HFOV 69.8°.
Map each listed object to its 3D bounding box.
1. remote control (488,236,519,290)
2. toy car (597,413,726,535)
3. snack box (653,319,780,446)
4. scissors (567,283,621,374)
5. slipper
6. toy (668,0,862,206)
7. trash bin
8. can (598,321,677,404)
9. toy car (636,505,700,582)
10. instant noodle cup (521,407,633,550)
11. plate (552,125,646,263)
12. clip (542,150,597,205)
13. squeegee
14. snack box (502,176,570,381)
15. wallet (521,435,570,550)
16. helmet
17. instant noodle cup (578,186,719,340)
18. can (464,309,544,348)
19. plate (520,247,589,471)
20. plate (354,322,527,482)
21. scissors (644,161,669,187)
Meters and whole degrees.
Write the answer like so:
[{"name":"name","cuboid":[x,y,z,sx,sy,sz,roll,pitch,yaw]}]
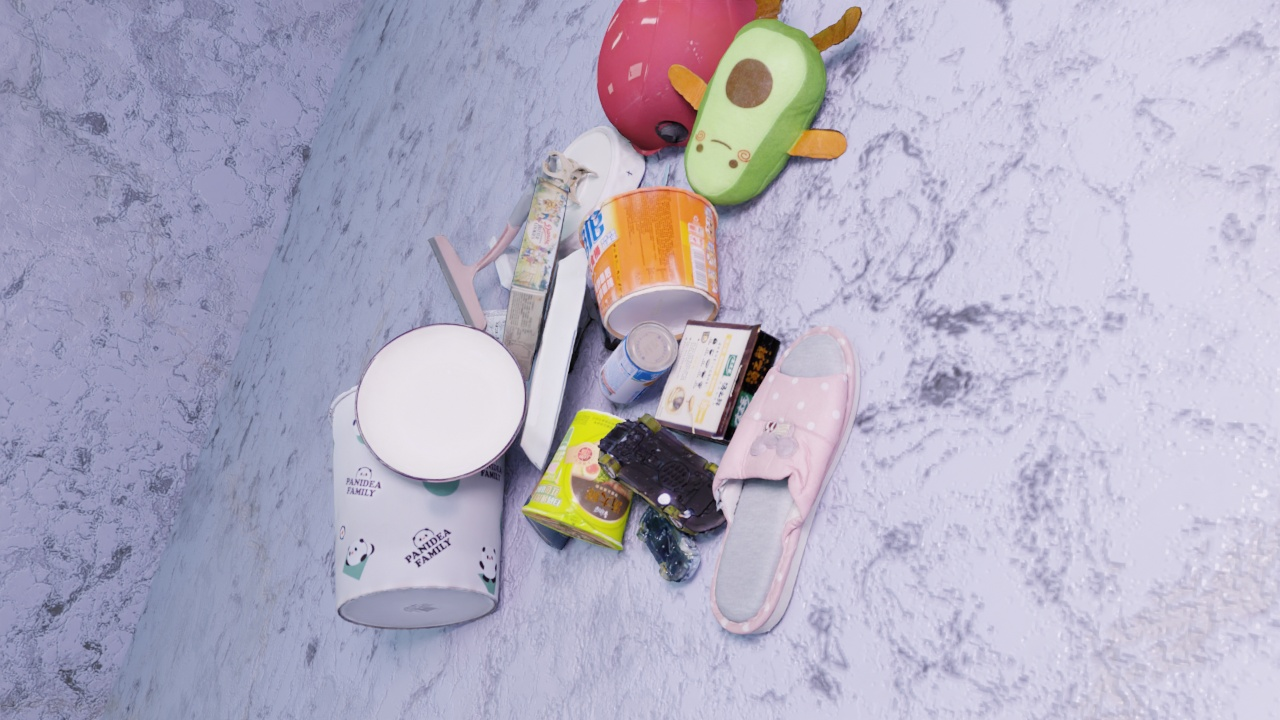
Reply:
[{"name":"remote control","cuboid":[-0.189,-0.137,1.339,0.024,0.049,0.124,-50,38,19]},{"name":"toy car","cuboid":[0.024,0.109,0.870,0.070,0.042,0.158,-43,55,-17]},{"name":"snack box","cuboid":[0.075,0.021,0.879,0.126,0.053,0.113,10,79,55]},{"name":"scissors","cuboid":[-0.062,-0.059,1.154,0.160,0.014,0.178,-50,35,21]},{"name":"slipper","cuboid":[0.113,0.096,0.782,0.114,0.054,0.274,11,80,56]},{"name":"toy","cuboid":[0.120,-0.265,0.941,0.227,0.089,0.247,35,109,33]},{"name":"trash bin","cuboid":[-0.270,0.181,1.121,0.230,0.229,0.251,-33,51,39]},{"name":"can","cuboid":[-0.006,0.006,0.958,0.135,0.053,0.053,131,150,-67]},{"name":"toy car","cuboid":[0.029,0.172,0.872,0.043,0.034,0.090,-54,37,13]},{"name":"instant noodle cup","cuboid":[-0.050,0.119,0.954,0.112,0.111,0.123,-3,61,53]},{"name":"plate","cuboid":[-0.074,-0.226,1.239,0.205,0.045,0.204,-32,46,40]},{"name":"clip","cuboid":[-0.094,-0.247,1.209,0.070,0.034,0.100,-56,40,14]},{"name":"squeegee","cuboid":[-0.188,-0.190,1.300,0.250,0.040,0.247,-48,45,17]},{"name":"snack box","cuboid":[-0.131,-0.098,1.127,0.178,0.046,0.182,110,171,-53]},{"name":"wallet","cuboid":[-0.086,0.146,1.048,0.090,0.033,0.115,37,101,53]},{"name":"helmet","cuboid":[0.025,-0.364,1.085,0.241,0.143,0.206,-26,53,38]},{"name":"instant noodle cup","cuboid":[0.015,-0.093,0.956,0.152,0.151,0.111,-32,56,41]},{"name":"can","cuboid":[-0.190,-0.042,1.276,0.147,0.058,0.058,3,73,54]},{"name":"plate","cuboid":[-0.101,-0.006,1.063,0.162,0.034,0.266,-144,66,-82]},{"name":"plate","cuboid":[-0.225,0.050,1.046,0.039,0.192,0.192,97,180,-66]},{"name":"scissors","cuboid":[0.017,-0.179,1.113,0.119,0.017,0.133,-56,31,23]}]
